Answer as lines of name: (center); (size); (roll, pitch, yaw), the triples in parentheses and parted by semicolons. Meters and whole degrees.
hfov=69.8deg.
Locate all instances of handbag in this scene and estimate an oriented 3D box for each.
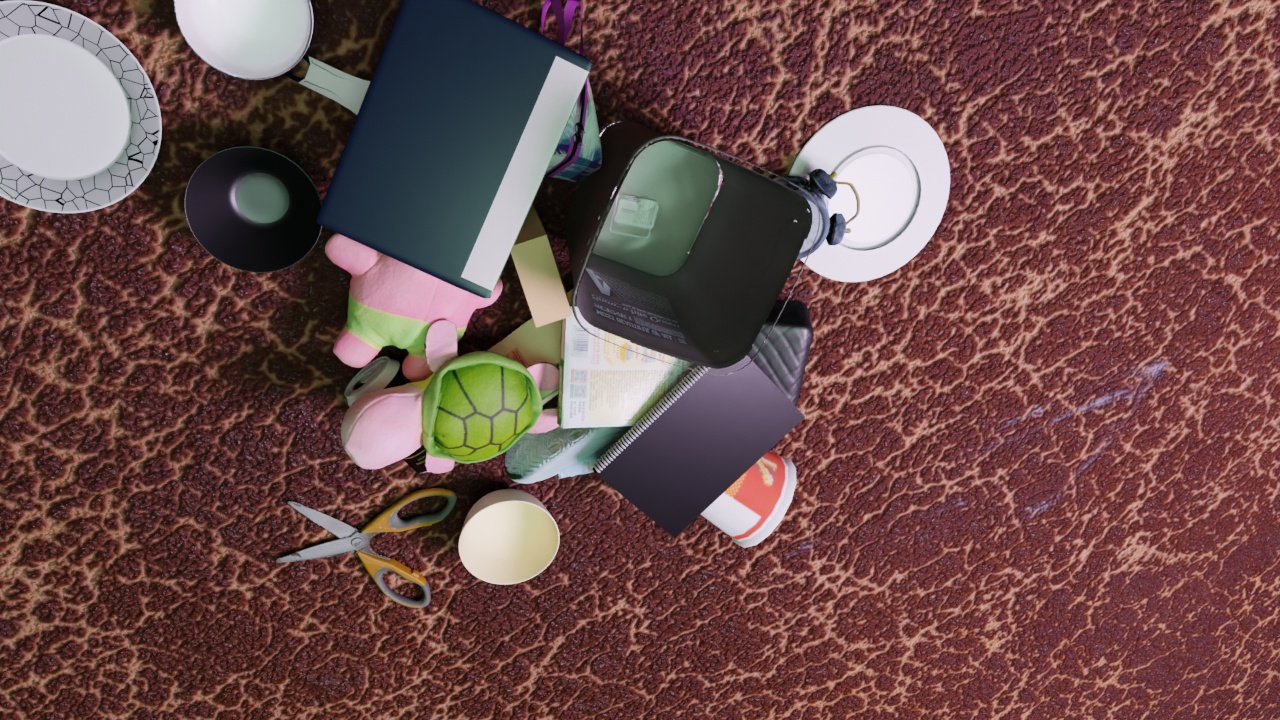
handbag: (0.130, -0.006, 1.086); (0.125, 0.114, 0.154); (7, 125, 1)
handbag: (-0.078, -0.266, 0.885); (0.068, 0.145, 0.170); (2, 87, -23)

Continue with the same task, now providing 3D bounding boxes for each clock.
clock: (0.180, -0.162, 1.025); (0.129, 0.052, 0.090); (-19, 116, 7)

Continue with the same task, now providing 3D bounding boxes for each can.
can: (-0.260, 0.062, 1.019); (0.072, 0.072, 0.128); (-36, 117, 4)

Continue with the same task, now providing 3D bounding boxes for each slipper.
slipper: (-0.042, 0.084, 1.070); (0.245, 0.104, 0.074); (-26, 115, -6)

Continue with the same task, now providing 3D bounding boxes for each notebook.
notebook: (0.067, 0.090, 1.025); (0.207, 0.016, 0.149); (-44, 122, 5)

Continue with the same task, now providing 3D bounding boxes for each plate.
plate: (-0.542, -0.230, 0.843); (0.188, 0.016, 0.189); (-5, 116, -11)
plate: (0.266, -0.188, 1.063); (0.208, 0.015, 0.209); (-5, 116, -11)

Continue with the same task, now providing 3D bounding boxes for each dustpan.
dustpan: (-0.215, -0.223, 0.852); (0.273, 0.080, 0.236); (24, 100, -6)

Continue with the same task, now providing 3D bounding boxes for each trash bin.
trash bin: (0.027, -0.131, 0.915); (0.197, 0.220, 0.198); (18, 109, -21)

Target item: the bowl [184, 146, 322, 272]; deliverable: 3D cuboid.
bowl: (-0.375, -0.153, 0.900); (0.124, 0.052, 0.124); (-5, 116, -11)

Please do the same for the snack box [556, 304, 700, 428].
snack box: (-0.006, 0.006, 1.000); (0.168, 0.027, 0.132); (0, 100, -19)

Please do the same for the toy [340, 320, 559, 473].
toy: (-0.190, 0.052, 0.956); (0.237, 0.087, 0.190); (-5, 125, -25)

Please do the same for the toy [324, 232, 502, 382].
toy: (-0.223, -0.093, 0.942); (0.191, 0.097, 0.237); (15, 110, -33)

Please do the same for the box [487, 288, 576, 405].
box: (-0.096, 0.002, 1.048); (0.188, 0.091, 0.083); (-34, 153, 4)

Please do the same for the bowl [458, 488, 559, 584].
bowl: (-0.161, 0.199, 1.107); (0.118, 0.074, 0.118); (-5, 116, -11)

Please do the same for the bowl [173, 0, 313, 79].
bowl: (-0.351, -0.313, 0.824); (0.113, 0.063, 0.113); (-5, 114, -11)

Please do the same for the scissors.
scissors: (-0.321, 0.229, 1.115); (0.225, 0.016, 0.225); (-17, 117, -5)

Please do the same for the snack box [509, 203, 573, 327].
snack box: (-0.110, -0.102, 0.948); (0.040, 0.125, 0.088); (-19, 118, -5)

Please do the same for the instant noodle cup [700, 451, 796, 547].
instant noodle cup: (0.104, 0.146, 1.128); (0.121, 0.123, 0.123); (31, 104, -17)
